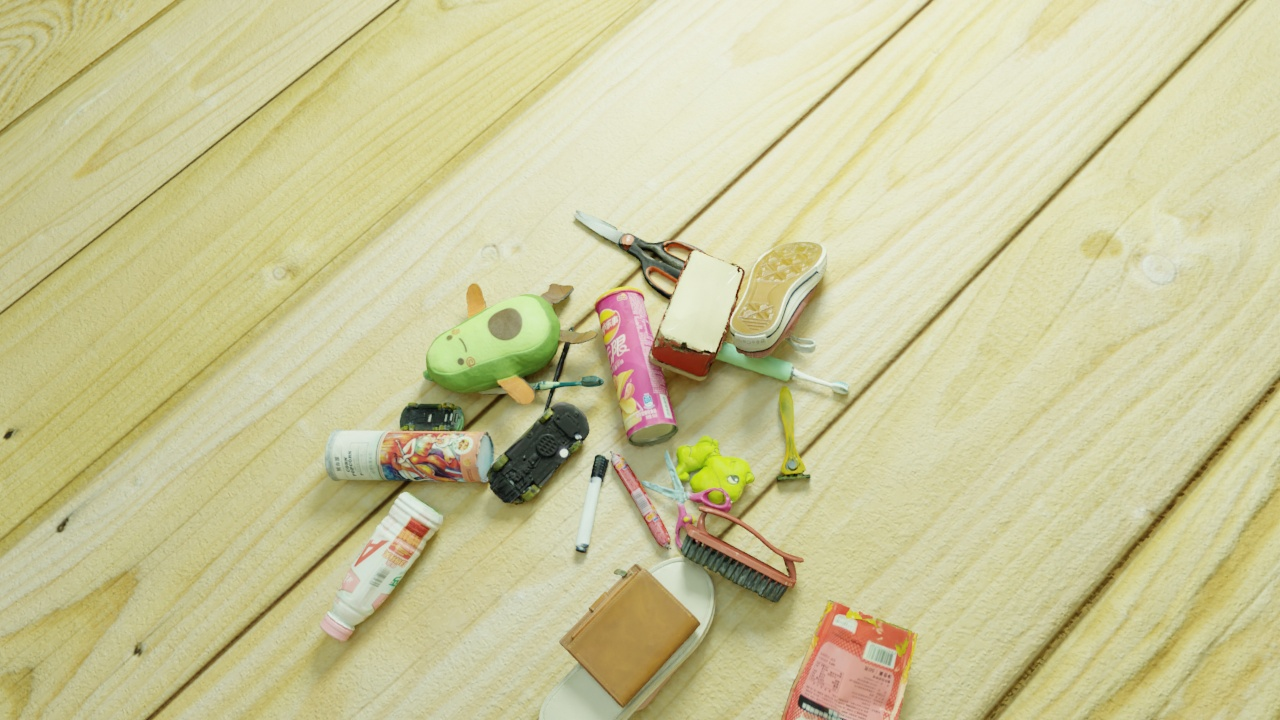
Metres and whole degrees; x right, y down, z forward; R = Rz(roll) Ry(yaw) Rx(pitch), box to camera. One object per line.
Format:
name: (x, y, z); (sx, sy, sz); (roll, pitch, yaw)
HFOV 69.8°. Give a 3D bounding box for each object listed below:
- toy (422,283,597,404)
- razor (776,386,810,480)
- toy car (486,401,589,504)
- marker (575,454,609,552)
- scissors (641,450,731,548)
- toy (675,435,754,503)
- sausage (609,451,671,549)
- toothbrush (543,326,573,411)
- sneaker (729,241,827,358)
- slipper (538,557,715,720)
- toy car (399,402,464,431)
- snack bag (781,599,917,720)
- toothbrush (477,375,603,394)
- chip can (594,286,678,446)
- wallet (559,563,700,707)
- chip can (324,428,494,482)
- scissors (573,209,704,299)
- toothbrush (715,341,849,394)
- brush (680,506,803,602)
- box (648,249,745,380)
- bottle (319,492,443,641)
toy: (-0.189, -0.028, 1.275); (0.246, 0.090, 0.227); (-26, 53, -7)
razor: (0.193, 0.092, 1.191); (0.043, 0.028, 0.132); (-6, 63, 11)
toy car: (-0.134, 0.123, 1.217); (0.158, 0.042, 0.070); (-44, 96, -11)
marker: (-0.063, 0.186, 1.196); (0.022, 0.018, 0.130); (9, 67, 3)
scissors: (0.060, 0.173, 1.163); (0.126, 0.017, 0.133); (-28, 68, 25)
toy: (0.092, 0.144, 1.180); (0.097, 0.031, 0.100); (-23, 61, 4)
sausage: (0.000, 0.179, 1.187); (0.020, 0.020, 0.155); (-30, 65, -5)
toothbrush: (-0.117, 0.034, 1.276); (0.018, 0.016, 0.180); (11, 69, 8)
sneaker: (0.187, -0.072, 1.233); (0.118, 0.088, 0.240); (10, 43, 26)
slipper: (-0.012, 0.351, 1.090); (0.114, 0.054, 0.273); (35, 69, 19)
toy car: (-0.288, 0.083, 1.270); (0.091, 0.036, 0.043); (2, 67, 9)
snack bag: (0.230, 0.386, 1.032); (0.129, 0.073, 0.207); (16, 75, 21)
toothbrush: (-0.142, 0.034, 1.263); (0.192, 0.018, 0.016); (-4, 63, 18)
chip can: (-0.007, 0.007, 1.238); (0.071, 0.071, 0.210); (-15, 64, 2)
wallet: (-0.017, 0.309, 1.060); (0.119, 0.035, 0.130); (40, 70, 20)
chip can: (-0.309, 0.128, 1.235); (0.215, 0.071, 0.071); (0, 66, 9)
scissors: (-0.016, -0.157, 1.342); (0.235, 0.022, 0.136); (11, 69, 14)
toothbrush: (0.171, 0.006, 1.232); (0.225, 0.026, 0.027); (18, 34, 17)
brush: (0.123, 0.233, 1.104); (0.146, 0.063, 0.069); (28, 88, 1)
box: (0.076, -0.068, 1.217); (0.091, 0.080, 0.167); (21, 53, 1)
bottle: (-0.336, 0.267, 1.182); (0.068, 0.068, 0.196); (30, 78, 21)
